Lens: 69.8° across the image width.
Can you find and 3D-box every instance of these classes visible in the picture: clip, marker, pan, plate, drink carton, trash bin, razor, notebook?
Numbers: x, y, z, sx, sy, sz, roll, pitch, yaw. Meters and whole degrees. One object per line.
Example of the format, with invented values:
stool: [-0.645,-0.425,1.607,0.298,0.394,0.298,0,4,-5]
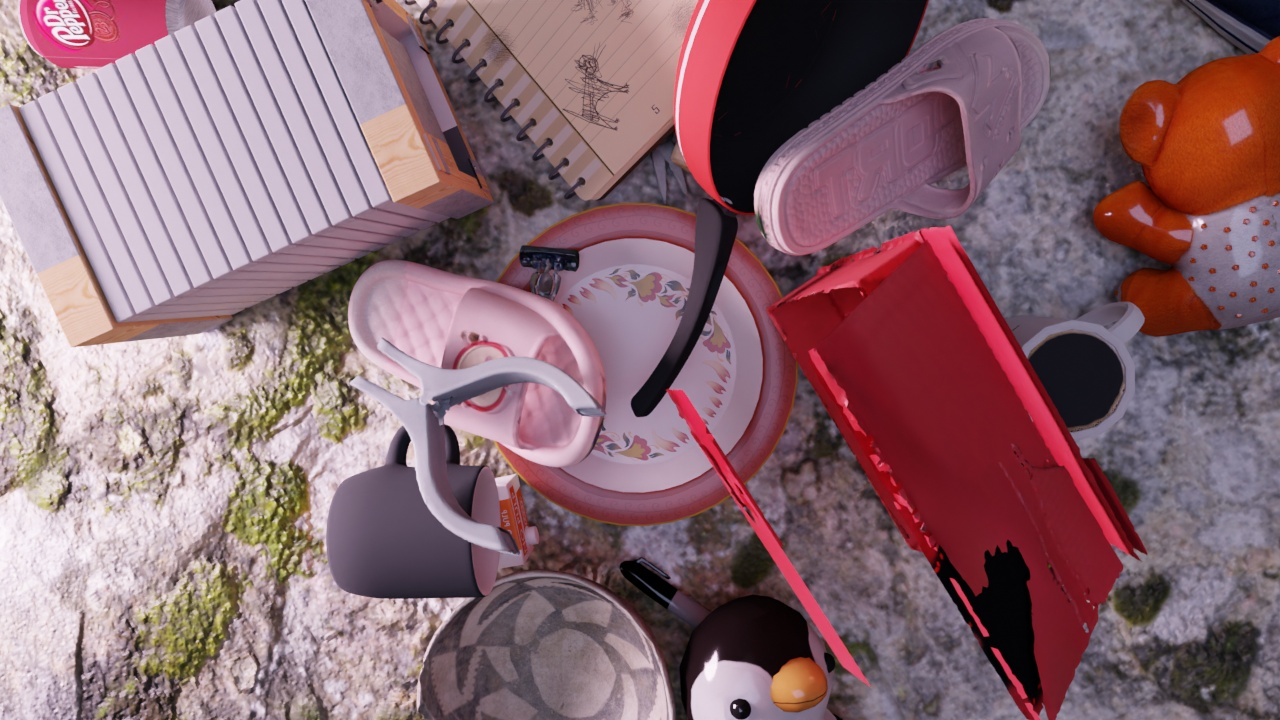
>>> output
clip: [-0.117,0.064,0.556,0.174,0.030,0.158,11,74,21]
marker: [0.044,0.187,0.674,0.138,0.016,0.022,34,90,-1]
pan: [0.066,-0.125,0.570,0.067,0.208,0.357,39,109,26]
plate: [-0.004,0.003,0.657,0.230,0.021,0.230,0,95,4]
drink carton: [-0.140,0.125,0.668,0.122,0.040,0.058,-11,94,5]
trash bin: [-0.250,-0.126,0.600,0.247,0.142,0.142,-23,93,5]
razor: [-0.069,-0.007,0.637,0.043,0.022,0.144,5,96,4]
notebook: [-0.058,-0.233,0.604,0.168,0.024,0.225,-38,92,33]

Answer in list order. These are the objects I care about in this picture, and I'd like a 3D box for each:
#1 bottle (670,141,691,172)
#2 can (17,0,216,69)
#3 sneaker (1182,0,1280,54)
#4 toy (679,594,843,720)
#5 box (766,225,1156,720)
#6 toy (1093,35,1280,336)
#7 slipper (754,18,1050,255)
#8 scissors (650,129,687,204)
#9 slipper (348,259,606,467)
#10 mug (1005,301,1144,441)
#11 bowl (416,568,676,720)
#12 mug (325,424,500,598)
bottle: [0.068,-0.204,0.615,0.059,0.059,0.166,25,97,1]
can: [-0.360,-0.235,0.638,0.114,0.063,0.063,3,95,3]
sneaker: [0.405,-0.268,0.557,0.294,0.127,0.121,28,97,-1]
toy: [0.078,0.251,0.627,0.158,0.140,0.184,-13,97,-34]
box: [0.178,0.039,0.500,0.121,0.318,0.211,-31,96,7]
toy: [0.382,-0.111,0.595,0.164,0.092,0.172,-18,106,8]
slipper: [0.178,-0.135,0.562,0.239,0.064,0.094,-31,130,-18]
scissors: [0.003,-0.192,0.641,0.148,0.019,0.123,37,92,-6]
slipper: [-0.116,-0.006,0.620,0.222,0.055,0.107,25,106,24]
mug: [0.279,-0.001,0.605,0.105,0.089,0.073,-41,91,6]
bowl: [-0.058,0.230,0.651,0.178,0.081,0.178,1,93,12]
mug: [-0.147,0.096,0.609,0.094,0.085,0.121,-2,67,3]
